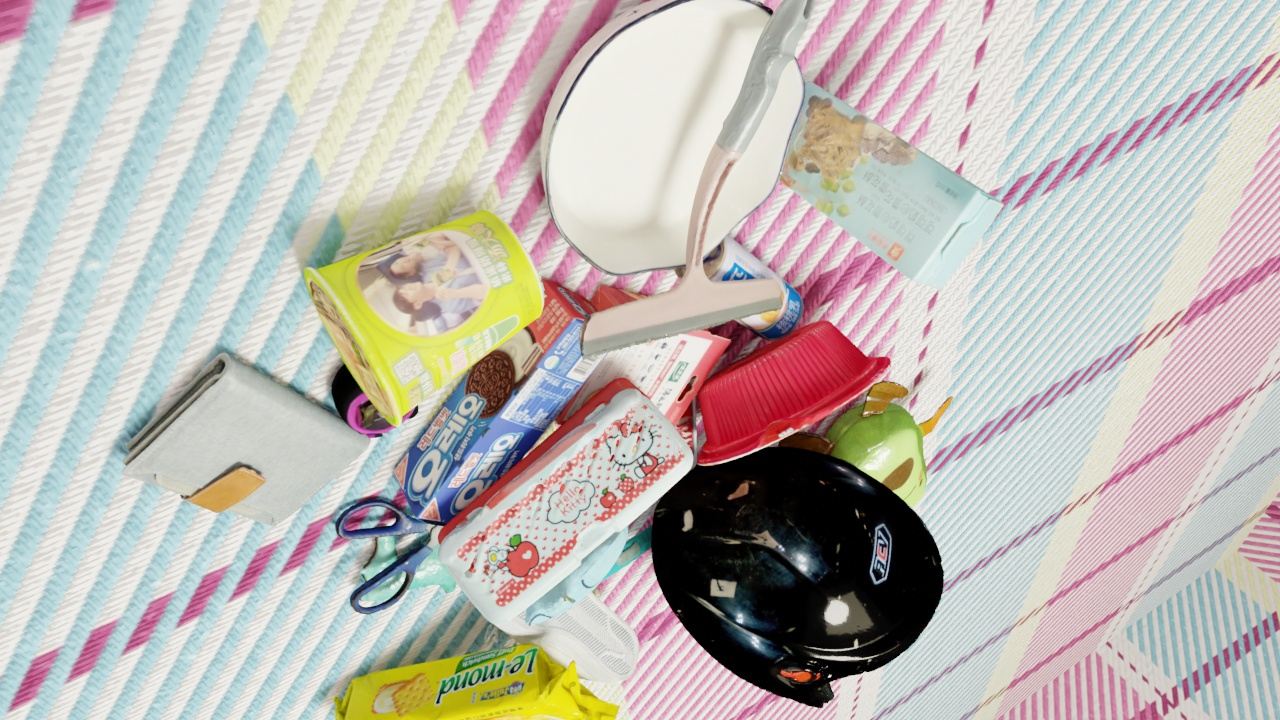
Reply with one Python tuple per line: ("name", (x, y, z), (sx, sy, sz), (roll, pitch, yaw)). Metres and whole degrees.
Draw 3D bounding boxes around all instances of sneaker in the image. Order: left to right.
("sneaker", (-0.103, 0.250, 0.910), (0.091, 0.089, 0.242), (-13, 135, 34))

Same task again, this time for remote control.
("remote control", (0.028, 0.069, 0.878), (0.055, 0.020, 0.136), (-24, 139, -19))

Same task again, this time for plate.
("plate", (0.019, -0.155, 0.636), (0.204, 0.045, 0.205), (-22, 137, -22))

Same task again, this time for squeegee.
("squeegee", (0.064, -0.136, 0.624), (0.247, 0.040, 0.250), (-14, 131, -49))

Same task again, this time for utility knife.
("utility knife", (-0.007, 0.192, 0.941), (0.186, 0.013, 0.029), (-25, 120, -42))

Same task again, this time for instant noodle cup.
("instant noodle cup", (-0.132, -0.036, 0.590), (0.123, 0.111, 0.112), (-31, 141, -22))
("instant noodle cup", (0.122, 0.021, 0.817), (0.194, 0.066, 0.194), (-28, -178, 1))

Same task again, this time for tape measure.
("tape measure", (-0.186, 0.025, 0.649), (0.057, 0.039, 0.057), (-16, 136, -26))

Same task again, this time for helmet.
("helmet", (0.145, 0.199, 0.911), (0.230, 0.275, 0.232), (42, 53, -33))

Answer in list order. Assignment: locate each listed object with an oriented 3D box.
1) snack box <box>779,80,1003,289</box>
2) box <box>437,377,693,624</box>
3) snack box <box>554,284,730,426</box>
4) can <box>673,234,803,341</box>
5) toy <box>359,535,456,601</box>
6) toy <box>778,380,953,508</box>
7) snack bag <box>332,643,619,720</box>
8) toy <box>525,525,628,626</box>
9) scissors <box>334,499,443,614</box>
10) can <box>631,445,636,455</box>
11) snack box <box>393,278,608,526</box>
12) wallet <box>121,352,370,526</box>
("snack box", (0.171, -0.131, 0.677), (0.051, 0.175, 0.074), (7, 122, -49))
("box", (-0.054, 0.112, 0.707), (0.201, 0.098, 0.095), (-40, 148, -2))
("snack box", (-0.005, 0.004, 0.771), (0.127, 0.044, 0.113), (12, 119, -43))
("can", (0.084, -0.062, 0.769), (0.053, 0.053, 0.134), (-49, 140, 11))
("toy", (-0.201, 0.177, 0.794), (0.091, 0.030, 0.097), (-15, 124, -30))
("toy", (0.269, 0.113, 1.057), (0.227, 0.090, 0.246), (-39, 139, 9))
("snack bag", (-0.158, 0.338, 0.890), (0.247, 0.068, 0.158), (-12, 142, 10))
("toy", (-0.047, 0.175, 0.843), (0.161, 0.050, 0.156), (-48, -178, 6))
("scissors", (-0.181, 0.152, 0.774), (0.162, 0.012, 0.163), (30, 84, -38))
("can", (-0.043, 0.107, 0.827), (0.116, 0.058, 0.058), (-36, 141, -4))
("snack box", (-0.107, 0.038, 0.711), (0.208, 0.058, 0.057), (-51, 142, 13))
("wallet", (-0.266, 0.064, 0.627), (0.106, 0.037, 0.129), (-43, 141, 3))
